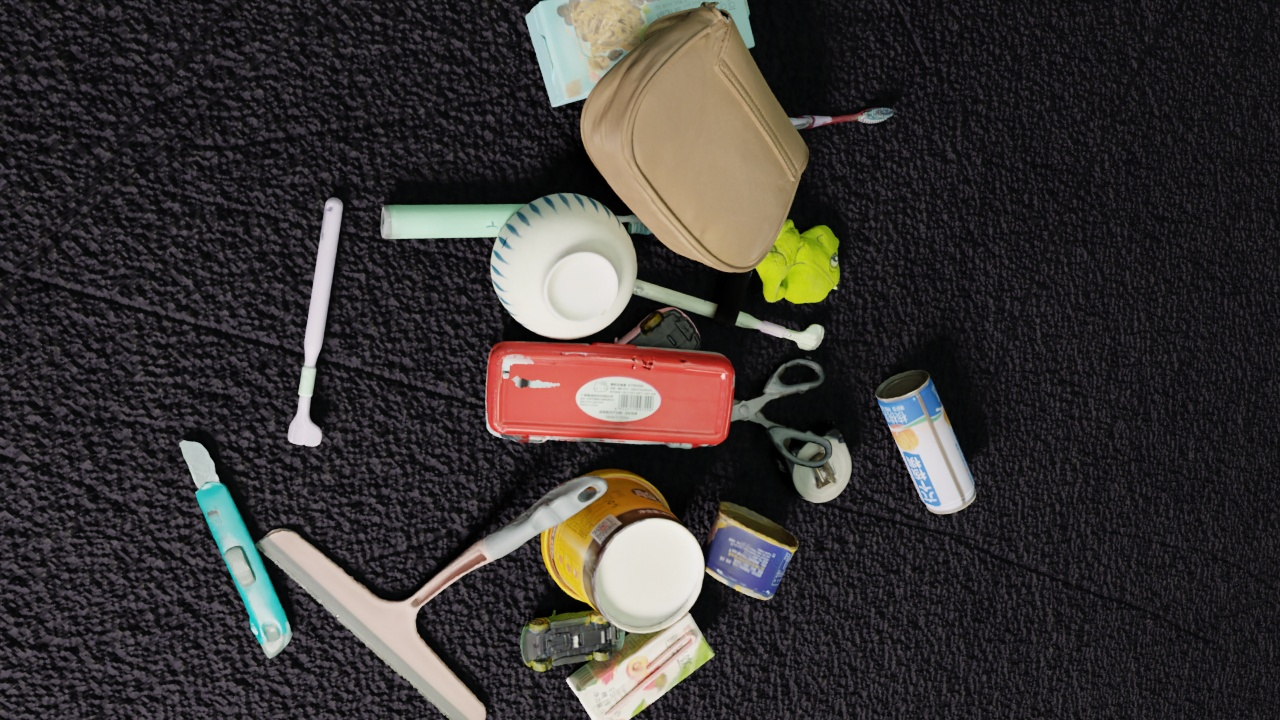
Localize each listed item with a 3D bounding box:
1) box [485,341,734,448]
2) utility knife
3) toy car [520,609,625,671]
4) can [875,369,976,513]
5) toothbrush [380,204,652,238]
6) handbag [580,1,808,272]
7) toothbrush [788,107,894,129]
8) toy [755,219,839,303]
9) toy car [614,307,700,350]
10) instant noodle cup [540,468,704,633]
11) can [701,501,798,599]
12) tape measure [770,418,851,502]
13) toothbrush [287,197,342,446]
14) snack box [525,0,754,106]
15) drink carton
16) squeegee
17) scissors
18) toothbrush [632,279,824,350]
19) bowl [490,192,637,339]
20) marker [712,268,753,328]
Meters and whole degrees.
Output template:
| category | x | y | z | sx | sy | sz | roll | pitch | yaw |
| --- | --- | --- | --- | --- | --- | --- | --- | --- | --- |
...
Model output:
| category | x | y | z | sx | sy | sz | roll | pitch | yaw |
| --- | --- | --- | --- | --- | --- | --- | --- | --- | --- |
| box | -0.025 | 0.029 | 0.748 | 0.201 | 0.047 | 0.087 | 3 | 101 | -7 |
| utility knife | -0.309 | 0.145 | 0.701 | 0.029 | 0.013 | 0.187 | -19 | 103 | -5 |
| toy car | -0.059 | 0.237 | 0.790 | 0.091 | 0.036 | 0.043 | -4 | 100 | -20 |
| can | 0.275 | 0.079 | 0.879 | 0.053 | 0.053 | 0.134 | -31 | 106 | -13 |
| toothbrush | -0.093 | -0.112 | 0.737 | 0.224 | 0.026 | 0.027 | -4 | 114 | -20 |
| handbag | 0.045 | -0.168 | 0.720 | 0.147 | 0.100 | 0.204 | -53 | 137 | -6 |
| toothbrush | 0.143 | -0.211 | 0.812 | 0.187 | 0.017 | 0.016 | -10 | 100 | -19 |
| toy | 0.141 | -0.085 | 0.813 | 0.100 | 0.031 | 0.096 | 39 | 72 | -36 |
| toy car | -0.005 | 0.005 | 0.780 | 0.122 | 0.037 | 0.056 | -39 | 101 | 2 |
| instant noodle cup | -0.012 | 0.159 | 0.755 | 0.118 | 0.114 | 0.118 | -2 | 97 | -19 |
| can | 0.090 | 0.159 | 0.779 | 0.074 | 0.148 | 0.049 | 25 | 89 | 7 |
| tape measure | 0.162 | 0.097 | 0.853 | 0.065 | 0.033 | 0.066 | -28 | 105 | -13 |
| toothbrush | -0.244 | -0.030 | 0.698 | 0.029 | 0.021 | 0.189 | 10 | 93 | 12 |
| snack box | 0.001 | -0.264 | 0.736 | 0.174 | 0.052 | 0.074 | -21 | 104 | -16 |
| drink carton | 0.001 | 0.272 | 0.812 | 0.122 | 0.045 | 0.053 | -32 | 105 | -13 |
| squeegee | -0.124 | 0.156 | 0.730 | 0.250 | 0.040 | 0.247 | -35 | 107 | 15 |
| scissors | 0.098 | 0.043 | 0.816 | 0.178 | 0.014 | 0.159 | 42 | 66 | 0 |
| toothbrush | 0.077 | -0.041 | 0.812 | 0.189 | 0.020 | 0.029 | 15 | 124 | -19 |
| bowl | -0.054 | -0.066 | 0.719 | 0.116 | 0.066 | 0.117 | -9 | 117 | -17 |
| marker | 0.091 | -0.091 | 0.798 | 0.022 | 0.020 | 0.132 | 20 | 80 | -6 |
